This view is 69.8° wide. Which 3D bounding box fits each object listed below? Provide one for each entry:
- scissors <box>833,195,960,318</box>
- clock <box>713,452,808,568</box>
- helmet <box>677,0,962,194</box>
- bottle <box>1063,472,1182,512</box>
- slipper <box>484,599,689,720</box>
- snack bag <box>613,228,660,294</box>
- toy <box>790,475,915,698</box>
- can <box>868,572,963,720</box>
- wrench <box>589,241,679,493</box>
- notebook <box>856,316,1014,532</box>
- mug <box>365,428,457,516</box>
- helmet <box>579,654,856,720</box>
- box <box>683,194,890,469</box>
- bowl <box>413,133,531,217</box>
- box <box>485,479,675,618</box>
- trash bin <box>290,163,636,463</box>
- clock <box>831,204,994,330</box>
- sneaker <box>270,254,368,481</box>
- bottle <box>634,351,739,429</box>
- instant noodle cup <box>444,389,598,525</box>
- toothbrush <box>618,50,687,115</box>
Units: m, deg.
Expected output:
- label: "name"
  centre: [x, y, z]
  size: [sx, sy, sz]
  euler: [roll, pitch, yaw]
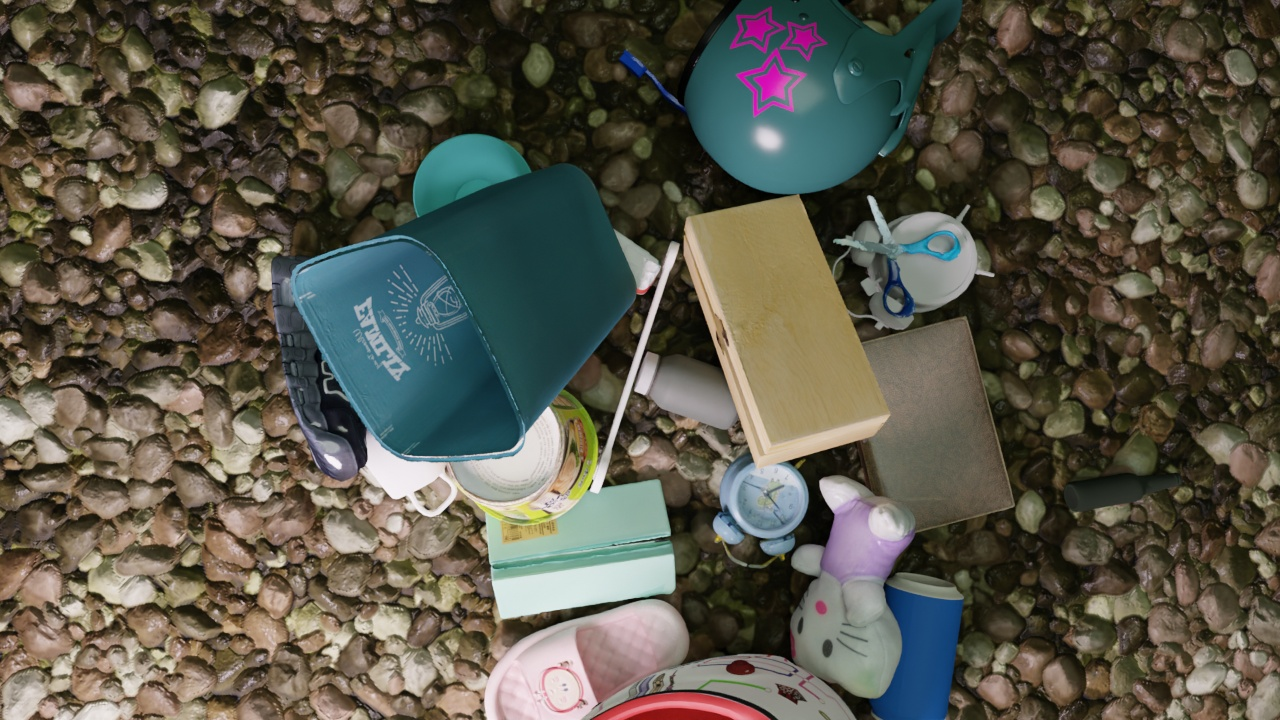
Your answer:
- label: "scissors"
  centre: [0.257, -0.101, 0.927]
  size: [0.127, 0.014, 0.127]
  euler: [12, 90, 1]
- label: "clock"
  centre: [0.125, 0.153, 0.952]
  size: [0.089, 0.052, 0.124]
  euler: [17, 88, -5]
- label: "helmet"
  centre: [0.181, -0.282, 0.904]
  size: [0.200, 0.177, 0.274]
  euler: [38, 73, 7]
- label: "bottle"
  centre: [0.522, 0.138, 0.988]
  size: [0.123, 0.033, 0.033]
  euler: [-9, 90, -5]
- label: "slipper"
  centre: [-0.055, 0.314, 0.936]
  size: [0.221, 0.056, 0.107]
  euler: [-25, 89, -5]
- label: "snack bag"
  centre: [-0.019, -0.099, 0.914]
  size: [0.077, 0.116, 0.036]
  euler: [34, 91, -2]
- label: "toy"
  centre: [0.211, 0.226, 0.914]
  size: [0.085, 0.138, 0.209]
  euler: [4, 102, -29]
- label: "can"
  centre: [0.283, 0.298, 0.946]
  size: [0.079, 0.079, 0.146]
  euler: [9, 88, -4]
- label: "wrench"
  centre: [-0.006, 0.006, 0.951]
  size: [0.009, 0.047, 0.273]
  euler: [18, 86, -4]
- label: "notebook"
  centre: [0.280, 0.079, 0.971]
  size: [0.190, 0.034, 0.215]
  euler: [-14, 90, -3]
- label: "mug"
  centre: [-0.226, 0.099, 0.914]
  size: [0.076, 0.090, 0.124]
  euler: [-36, 110, -14]
- label: "helmet"
  centre: [0.060, 0.404, 0.852]
  size: [0.314, 0.236, 0.230]
  euler: [-23, 64, 4]
- label: "box"
  centre: [0.136, -0.034, 0.897]
  size: [0.128, 0.092, 0.249]
  euler: [-16, 69, -1]
- label: "bowl"
  centre: [-0.167, -0.165, 0.939]
  size: [0.121, 0.046, 0.121]
  euler: [0, 89, -4]
- label: "box"
  centre: [-0.062, 0.196, 0.950]
  size: [0.187, 0.078, 0.112]
  euler: [-10, 61, -5]
- label: "trash bin"
  centre: [-0.134, -0.053, 0.797]
  size: [0.217, 0.200, 0.196]
  euler: [-45, 119, -45]
- label: "clock"
  centre: [0.278, -0.098, 0.966]
  size: [0.159, 0.061, 0.120]
  euler: [-20, 90, 1]
- label: "sneaker"
  centre: [-0.261, -0.003, 0.883]
  size: [0.150, 0.097, 0.252]
  euler: [-13, 59, -17]
- label: "bottle"
  centre: [0.052, 0.028, 0.944]
  size: [0.108, 0.060, 0.060]
  euler: [19, 88, -4]
- label: "instant noodle cup"
  centre: [-0.120, 0.087, 0.897]
  size: [0.146, 0.098, 0.146]
  euler: [-2, 80, 8]
- label: "toothbrush"
  centre: [0.051, -0.261, 0.973]
  size: [0.186, 0.016, 0.011]
  euler: [41, 89, -4]
